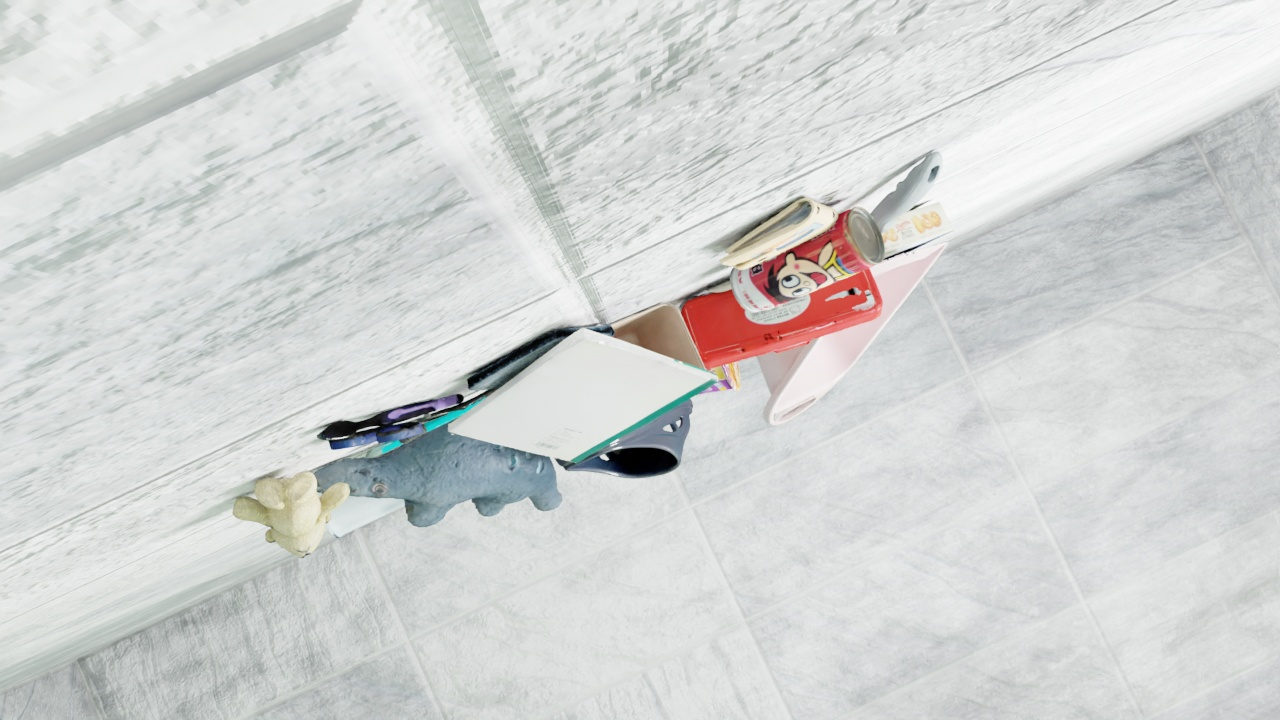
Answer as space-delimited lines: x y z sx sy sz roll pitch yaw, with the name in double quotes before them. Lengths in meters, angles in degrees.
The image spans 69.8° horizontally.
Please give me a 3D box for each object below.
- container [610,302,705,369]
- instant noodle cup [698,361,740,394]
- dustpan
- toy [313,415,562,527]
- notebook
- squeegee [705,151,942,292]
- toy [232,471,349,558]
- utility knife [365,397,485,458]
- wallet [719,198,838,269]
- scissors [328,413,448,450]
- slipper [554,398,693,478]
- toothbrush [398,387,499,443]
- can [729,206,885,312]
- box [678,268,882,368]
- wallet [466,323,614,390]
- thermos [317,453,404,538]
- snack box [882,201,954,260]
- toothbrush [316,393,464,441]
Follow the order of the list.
"container" -0.005 0.005 0.925 0.089 0.090 0.111 -24 179 -22
"instant noodle cup" 0.052 -0.005 1.052 0.099 0.111 0.111 -18 178 13
"dustpan" 0.259 -0.024 1.145 0.221 0.139 0.274 -19 175 -44
"toy" -0.190 0.120 1.024 0.355 0.091 0.138 11 126 -49
"notebook" -0.055 0.040 0.822 0.150 0.012 0.210 19 143 -36
"squeegee" 0.213 -0.128 0.853 0.246 0.039 0.247 -24 176 -19
"toy" -0.323 0.139 0.855 0.105 0.066 0.158 -15 160 -21
"utility knife" -0.207 0.061 0.940 0.161 0.013 0.029 -27 180 -23
"wallet" 0.109 -0.099 0.727 0.087 0.024 0.115 -32 175 20
"scissors" -0.199 0.057 0.805 0.129 0.012 0.172 -8 -177 37
"slipper" -0.009 0.106 1.082 0.111 0.083 0.267 -25 175 24
"toothbrush" -0.156 0.036 0.908 0.189 0.016 0.014 -26 -171 -4
"can" 0.145 -0.087 0.815 0.133 0.053 0.053 -22 179 40
"box" 0.142 -0.048 0.960 0.201 0.094 0.092 -17 160 -3
"wallet" -0.085 -0.004 0.801 0.097 0.019 0.120 -29 174 21
"thermos" -0.273 0.133 1.100 0.224 0.073 0.073 -25 176 -8
"snack box" 0.266 -0.128 1.147 0.177 0.046 0.183 -22 175 -38
"toothbrush" -0.201 0.045 0.760 0.017 0.014 0.188 -19 179 23
